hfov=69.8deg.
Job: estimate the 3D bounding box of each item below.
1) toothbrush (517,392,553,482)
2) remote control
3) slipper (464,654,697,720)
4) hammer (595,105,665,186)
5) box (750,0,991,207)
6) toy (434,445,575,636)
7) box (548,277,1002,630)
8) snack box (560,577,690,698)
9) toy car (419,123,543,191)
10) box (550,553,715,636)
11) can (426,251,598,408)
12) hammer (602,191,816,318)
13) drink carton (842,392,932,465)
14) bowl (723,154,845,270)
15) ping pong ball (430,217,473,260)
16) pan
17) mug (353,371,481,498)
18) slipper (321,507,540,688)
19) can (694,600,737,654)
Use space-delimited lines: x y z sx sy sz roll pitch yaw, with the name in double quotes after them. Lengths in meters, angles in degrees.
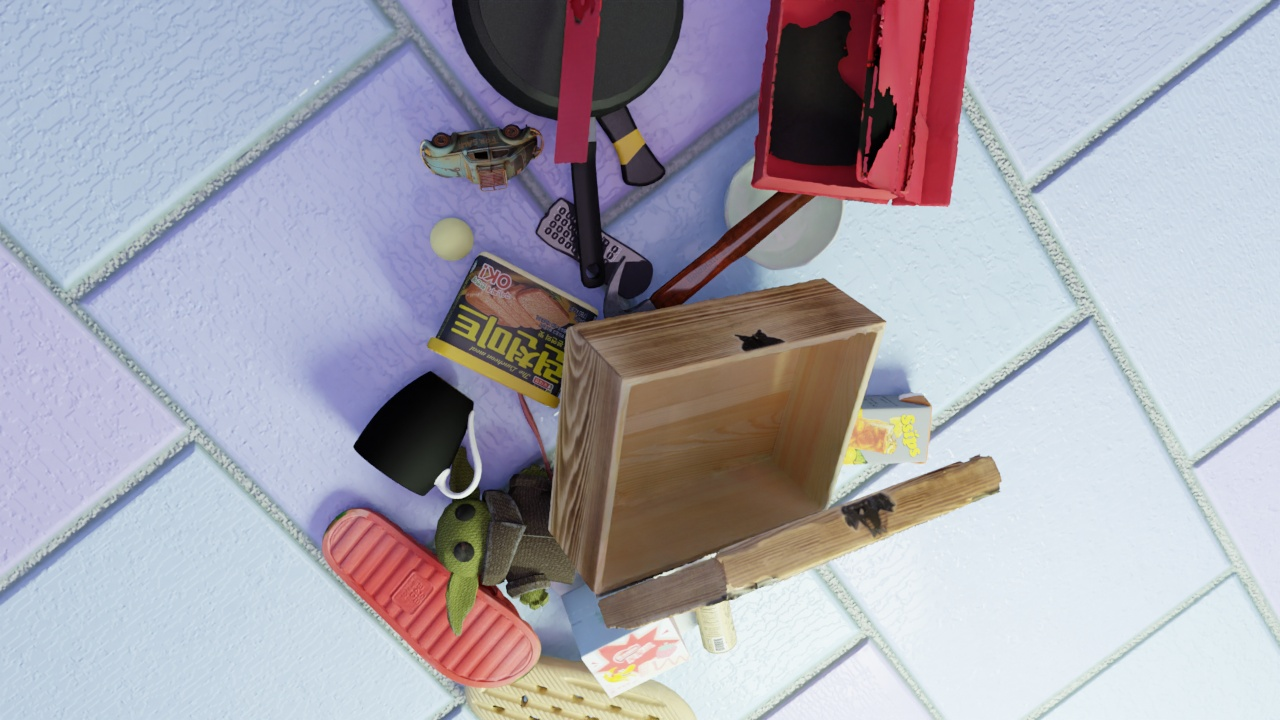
-0.115 0.053 0.923 0.015 0.015 0.184 -15 105 -2 "toothbrush"
-0.042 -0.106 0.895 0.124 0.009 0.046 35 97 -15 "remote control"
-0.057 0.366 0.984 0.261 0.079 0.111 14 99 7 "slipper"
-0.066 -0.304 0.831 0.170 0.034 0.324 -32 108 -1 "hammer"
0.323 -0.229 0.732 0.468 0.138 0.214 7 92 16 "box"
-0.122 0.171 0.892 0.152 0.078 0.179 1 70 -10 "toy"
0.101 0.120 0.786 0.278 0.264 0.270 -14 130 -30 "box"
-0.014 0.268 0.919 0.093 0.079 0.095 -25 133 -3 "snack box"
-0.142 -0.181 0.833 0.112 0.047 0.047 -8 66 -6 "toy car"
0.017 0.214 0.976 0.209 0.037 0.190 -35 104 2 "box"
-0.118 -0.028 0.863 0.130 0.072 0.101 27 84 -14 "can"
0.093 -0.112 0.837 0.300 0.028 0.111 -39 101 1 "hammer"
0.237 0.072 0.964 0.124 0.048 0.076 -1 104 -9 "drink carton"
0.131 -0.149 0.884 0.117 0.061 0.117 -2 105 -8 "bowl"
-0.176 -0.113 0.856 0.040 0.040 0.040 -2 105 -8 "ping pong ball"
-0.052 -0.238 0.807 0.203 0.044 0.356 -9 105 -18 "pan"
-0.196 0.074 0.873 0.119 0.085 0.100 35 82 8 "mug"
-0.210 0.238 0.934 0.249 0.059 0.103 37 97 0 "slipper"
0.077 0.268 0.973 0.038 0.038 0.079 -15 111 -5 "can"
